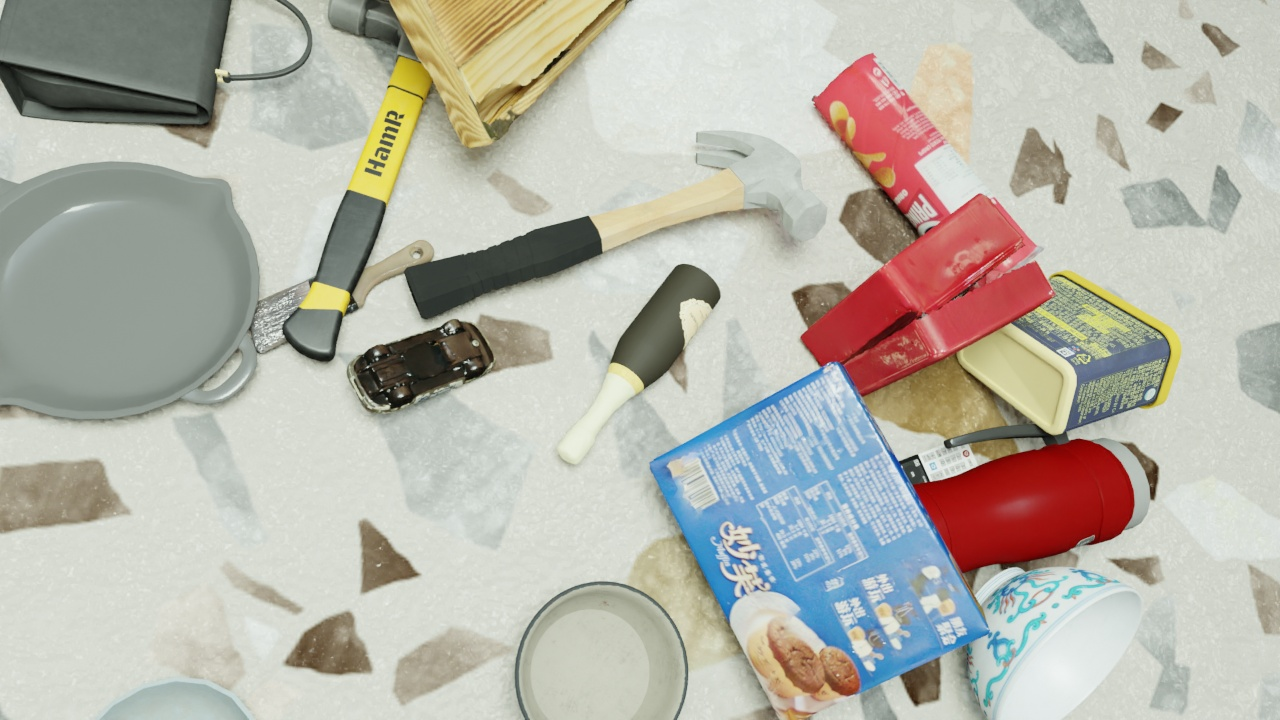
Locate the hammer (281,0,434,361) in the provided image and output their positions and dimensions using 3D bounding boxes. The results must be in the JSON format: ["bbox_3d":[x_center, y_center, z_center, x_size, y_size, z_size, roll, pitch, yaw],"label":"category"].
[{"bbox_3d":[-0.199,-0.147,0.712,0.170,0.034,0.323,17,66,-10],"label":"hammer"}]

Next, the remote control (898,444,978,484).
[{"bbox_3d":[0.221,0.095,0.754,0.124,0.012,0.028,-17,77,-19],"label":"remote control"}]

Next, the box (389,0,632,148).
[{"bbox_3d":[-0.195,-0.362,0.709,0.278,0.287,0.336,-57,133,-40],"label":"box"}]

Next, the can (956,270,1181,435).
[{"bbox_3d":[0.346,-0.008,0.757,0.104,0.075,0.135,-15,35,-16],"label":"can"}]

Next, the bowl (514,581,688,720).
[{"bbox_3d":[-0.031,0.212,0.625,0.115,0.059,0.115,4,71,-13],"label":"bowl"}]

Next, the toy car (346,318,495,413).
[{"bbox_3d":[-0.160,0.005,0.676,0.112,0.041,0.048,-23,78,-38],"label":"toy car"}]

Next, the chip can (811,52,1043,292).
[{"bbox_3d":[0.251,-0.165,0.816,0.073,0.073,0.233,-34,82,-22],"label":"chip can"}]

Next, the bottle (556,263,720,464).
[{"bbox_3d":[-0.004,0.004,0.709,0.045,0.045,0.184,37,67,0],"label":"bottle"}]

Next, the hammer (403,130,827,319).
[{"bbox_3d":[-0.022,-0.105,0.728,0.327,0.039,0.131,-20,51,-14],"label":"hammer"}]

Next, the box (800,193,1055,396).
[{"bbox_3d":[0.216,-0.043,0.721,0.129,0.158,0.097,-30,84,-23],"label":"box"}]

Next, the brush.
[{"bbox_3d":[-0.223,-0.054,0.691,0.151,0.012,0.039,-29,80,-21],"label":"brush"}]

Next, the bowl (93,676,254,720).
[{"bbox_3d":[-0.284,0.250,0.556,0.106,0.039,0.106,7,62,-14],"label":"bowl"}]

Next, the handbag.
[{"bbox_3d":[-0.355,-0.265,0.703,0.195,0.072,0.175,6,71,-16],"label":"handbag"}]

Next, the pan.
[{"bbox_3d":[-0.420,-0.087,0.646,0.354,0.024,0.216,38,67,0],"label":"pan"}]

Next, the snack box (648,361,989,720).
[{"bbox_3d":[0.124,0.126,0.652,0.155,0.069,0.202,-30,79,12],"label":"snack box"}]

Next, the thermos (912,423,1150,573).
[{"bbox_3d":[0.291,0.106,0.728,0.198,0.084,0.108,-11,81,-15],"label":"thermos"}]

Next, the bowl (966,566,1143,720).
[{"bbox_3d":[0.294,0.205,0.690,0.143,0.144,0.074,-22,39,-20],"label":"bowl"}]
